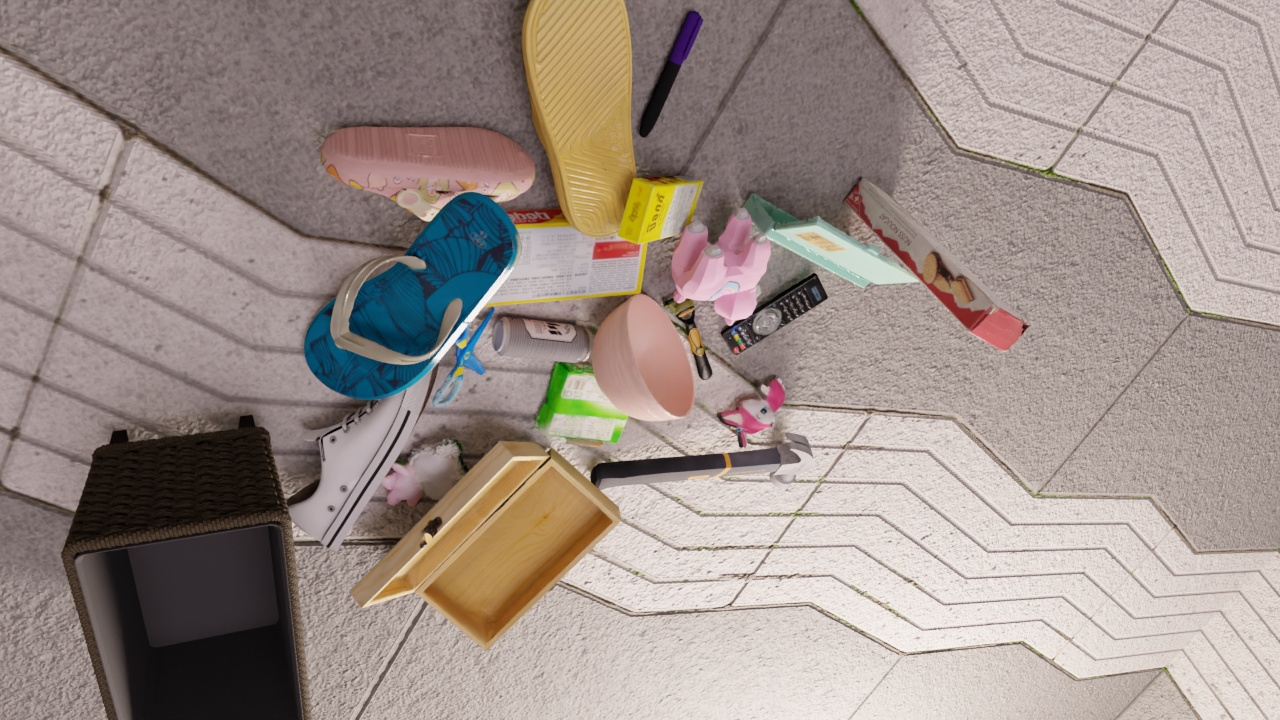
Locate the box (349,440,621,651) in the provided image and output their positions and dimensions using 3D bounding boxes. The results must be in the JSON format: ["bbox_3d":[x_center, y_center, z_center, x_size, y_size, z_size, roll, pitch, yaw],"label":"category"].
[{"bbox_3d":[-0.184,0.214,1.113,0.248,0.118,0.252,-45,140,6],"label":"box"}]

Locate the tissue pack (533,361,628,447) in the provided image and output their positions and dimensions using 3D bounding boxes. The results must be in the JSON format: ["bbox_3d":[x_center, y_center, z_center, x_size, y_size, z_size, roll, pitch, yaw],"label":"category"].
[{"bbox_3d":[-0.063,0.054,1.115,0.113,0.034,0.100,9,115,-30],"label":"tissue pack"}]

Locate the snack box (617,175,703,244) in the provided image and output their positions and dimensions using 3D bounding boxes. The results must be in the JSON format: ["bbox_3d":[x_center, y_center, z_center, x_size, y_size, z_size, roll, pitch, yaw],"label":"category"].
[{"bbox_3d":[0.023,-0.159,0.954,0.148,0.026,0.061,-28,138,-65],"label":"snack box"}]

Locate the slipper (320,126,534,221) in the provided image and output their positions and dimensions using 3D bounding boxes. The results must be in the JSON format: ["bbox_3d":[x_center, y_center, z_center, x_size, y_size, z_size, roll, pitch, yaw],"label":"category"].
[{"bbox_3d":[-0.198,-0.168,0.864,0.197,0.093,0.082,-2,133,-24],"label":"slipper"}]

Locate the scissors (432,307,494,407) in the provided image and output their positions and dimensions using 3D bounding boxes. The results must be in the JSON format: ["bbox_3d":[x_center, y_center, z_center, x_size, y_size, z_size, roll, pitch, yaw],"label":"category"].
[{"bbox_3d":[-0.192,-0.006,0.993,0.126,0.013,0.125,-57,158,-11],"label":"scissors"}]

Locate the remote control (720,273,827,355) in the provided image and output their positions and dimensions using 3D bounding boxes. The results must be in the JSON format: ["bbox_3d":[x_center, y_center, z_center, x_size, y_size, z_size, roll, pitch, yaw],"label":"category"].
[{"bbox_3d":[0.168,-0.059,1.160,0.140,0.021,0.045,-33,129,4],"label":"remote control"}]

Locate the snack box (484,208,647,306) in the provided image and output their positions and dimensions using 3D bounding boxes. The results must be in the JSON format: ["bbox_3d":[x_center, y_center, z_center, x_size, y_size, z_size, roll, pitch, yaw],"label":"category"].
[{"bbox_3d":[-0.091,-0.112,0.981,0.200,0.042,0.092,-7,124,-23],"label":"snack box"}]

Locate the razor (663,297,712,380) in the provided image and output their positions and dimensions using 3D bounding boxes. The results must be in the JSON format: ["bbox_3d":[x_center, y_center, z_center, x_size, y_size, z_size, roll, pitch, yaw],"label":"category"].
[{"bbox_3d":[0.066,-0.028,1.132,0.044,0.021,0.144,-27,132,-7],"label":"razor"}]

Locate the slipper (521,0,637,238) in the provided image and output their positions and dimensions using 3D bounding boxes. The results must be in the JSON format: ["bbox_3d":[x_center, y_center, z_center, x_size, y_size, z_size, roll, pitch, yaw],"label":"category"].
[{"bbox_3d":[-0.059,-0.244,0.882,0.099,0.078,0.264,-19,128,-13],"label":"slipper"}]

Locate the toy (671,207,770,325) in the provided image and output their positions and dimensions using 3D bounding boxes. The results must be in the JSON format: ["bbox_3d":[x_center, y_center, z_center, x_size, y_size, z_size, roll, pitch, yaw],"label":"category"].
[{"bbox_3d":[0.093,-0.097,1.047,0.123,0.067,0.158,-19,148,-20],"label":"toy"}]

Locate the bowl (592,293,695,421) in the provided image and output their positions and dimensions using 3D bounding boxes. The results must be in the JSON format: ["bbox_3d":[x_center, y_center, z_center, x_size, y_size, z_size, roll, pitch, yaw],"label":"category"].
[{"bbox_3d":[-0.006,0.006,1.052,0.076,0.152,0.153,-22,135,24],"label":"bowl"}]

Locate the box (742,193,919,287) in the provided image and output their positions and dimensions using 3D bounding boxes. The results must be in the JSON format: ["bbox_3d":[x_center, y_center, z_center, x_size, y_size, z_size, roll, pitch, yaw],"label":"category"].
[{"bbox_3d":[0.218,-0.130,1.060,0.186,0.138,0.055,20,104,-34],"label":"box"}]

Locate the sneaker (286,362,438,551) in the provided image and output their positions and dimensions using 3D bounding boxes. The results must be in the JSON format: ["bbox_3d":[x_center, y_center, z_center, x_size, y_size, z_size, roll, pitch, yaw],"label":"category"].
[{"bbox_3d":[-0.309,0.083,0.993,0.097,0.091,0.246,32,102,-11],"label":"sneaker"}]

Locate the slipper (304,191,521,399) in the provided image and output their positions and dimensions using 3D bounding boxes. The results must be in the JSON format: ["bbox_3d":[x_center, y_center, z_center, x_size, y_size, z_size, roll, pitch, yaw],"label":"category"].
[{"bbox_3d":[-0.227,-0.045,0.874,0.296,0.060,0.118,-37,100,28],"label":"slipper"}]

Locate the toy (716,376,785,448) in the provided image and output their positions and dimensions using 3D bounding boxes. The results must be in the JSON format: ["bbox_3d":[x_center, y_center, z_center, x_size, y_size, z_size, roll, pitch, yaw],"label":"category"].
[{"bbox_3d":[0.159,0.069,1.227,0.102,0.050,0.065,-42,125,-1],"label":"toy"}]

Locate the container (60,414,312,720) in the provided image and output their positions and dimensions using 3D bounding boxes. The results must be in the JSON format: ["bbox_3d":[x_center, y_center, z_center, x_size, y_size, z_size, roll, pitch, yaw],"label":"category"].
[{"bbox_3d":[-0.445,0.225,0.932,0.176,0.205,0.322,-7,124,-22],"label":"container"}]

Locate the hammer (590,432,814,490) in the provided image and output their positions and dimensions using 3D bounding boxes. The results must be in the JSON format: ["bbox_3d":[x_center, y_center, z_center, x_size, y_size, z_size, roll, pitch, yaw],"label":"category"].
[{"bbox_3d":[0.085,0.145,1.230,0.312,0.035,0.140,-3,151,-17],"label":"hammer"}]

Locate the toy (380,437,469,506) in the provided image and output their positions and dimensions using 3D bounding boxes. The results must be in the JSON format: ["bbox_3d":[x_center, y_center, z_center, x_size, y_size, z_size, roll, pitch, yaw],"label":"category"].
[{"bbox_3d":[-0.251,0.133,1.074,0.109,0.041,0.096,-19,128,-6],"label":"toy"}]

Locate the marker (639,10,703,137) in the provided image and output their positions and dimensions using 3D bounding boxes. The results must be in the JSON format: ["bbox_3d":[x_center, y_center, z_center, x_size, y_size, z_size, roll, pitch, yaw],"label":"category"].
[{"bbox_3d":[0.030,-0.289,0.934,0.015,0.018,0.134,-2,125,-49],"label":"marker"}]

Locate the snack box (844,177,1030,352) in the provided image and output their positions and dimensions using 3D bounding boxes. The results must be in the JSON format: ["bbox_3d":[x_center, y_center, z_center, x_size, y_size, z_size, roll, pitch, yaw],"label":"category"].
[{"bbox_3d":[0.324,-0.112,1.034,0.076,0.272,0.044,21,117,-36],"label":"snack box"}]

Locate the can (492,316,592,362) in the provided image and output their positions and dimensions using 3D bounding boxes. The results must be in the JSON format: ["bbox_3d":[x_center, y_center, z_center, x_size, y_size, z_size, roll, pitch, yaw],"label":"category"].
[{"bbox_3d":[-0.110,-0.022,1.032,0.106,0.044,0.044,6,119,-29],"label":"can"}]
